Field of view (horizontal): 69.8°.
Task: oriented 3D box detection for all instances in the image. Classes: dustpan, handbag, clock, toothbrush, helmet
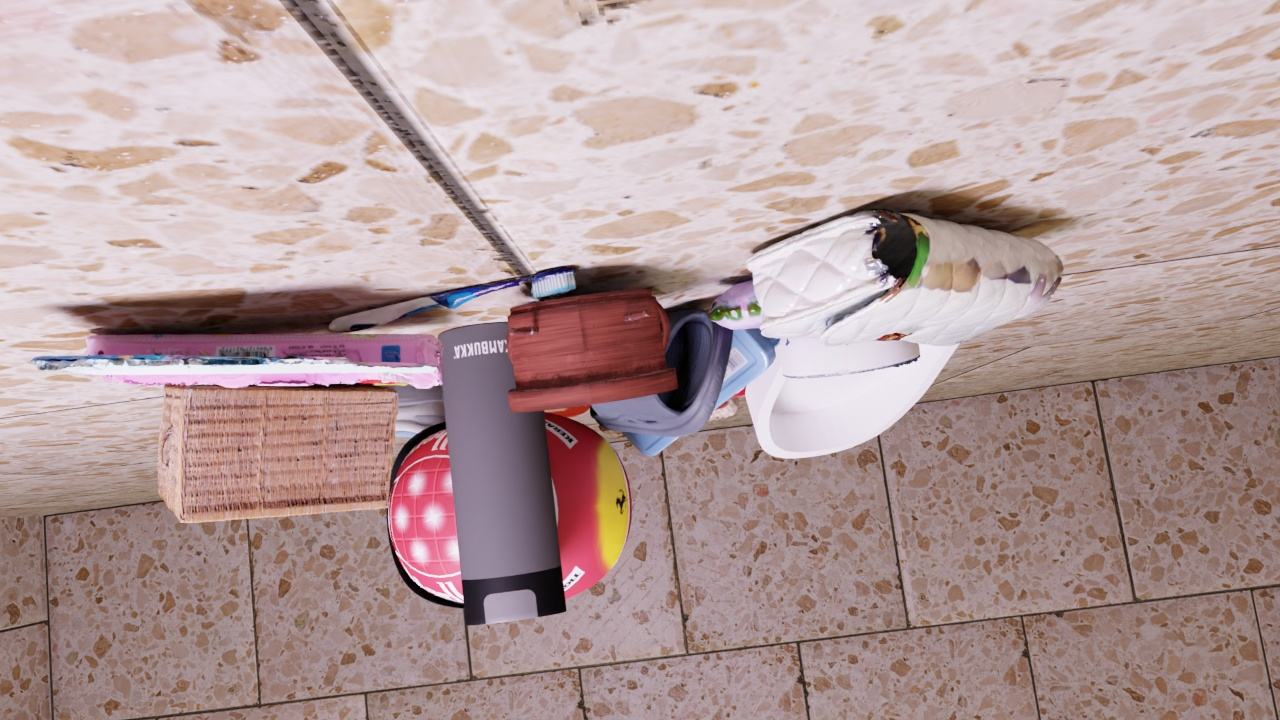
[{"bbox_3d":[0.211,0.022,0.921,0.191,0.053,0.258,-5,153,-17],"label":"dustpan"},{"bbox_3d":[0.176,-0.048,0.612,0.194,0.072,0.139,-1,169,-41],"label":"handbag"},{"bbox_3d":[-0.038,-0.009,0.651,0.120,0.072,0.157,-8,-178,-1],"label":"clock"},{"bbox_3d":[-0.130,-0.037,0.615,0.189,0.017,0.016,-10,173,18],"label":"toothbrush"},{"bbox_3d":[-0.143,0.149,0.916,0.272,0.197,0.224,-8,172,28],"label":"helmet"}]

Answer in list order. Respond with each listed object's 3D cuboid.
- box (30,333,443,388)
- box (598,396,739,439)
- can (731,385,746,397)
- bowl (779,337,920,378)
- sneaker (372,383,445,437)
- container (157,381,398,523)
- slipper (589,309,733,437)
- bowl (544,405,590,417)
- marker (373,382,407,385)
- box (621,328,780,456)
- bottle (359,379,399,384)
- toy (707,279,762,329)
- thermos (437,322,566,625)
[{"bbox_3d":[-0.249,-0.003,0.608,0.230,0.035,0.159,0,174,-11],"label":"box"},{"bbox_3d":[0.025,0.044,1.083,0.188,0.056,0.064,-14,132,28],"label":"box"},{"bbox_3d":[0.062,0.010,0.959,0.104,0.064,0.064,-4,172,-23],"label":"can"},{"bbox_3d":[0.168,-0.025,0.756,0.113,0.063,0.113,-10,-175,1],"label":"bowl"},{"bbox_3d":[-0.326,0.074,0.982,0.241,0.090,0.090,-3,172,-23],"label":"sneaker"},{"bbox_3d":[-0.337,0.076,0.849,0.198,0.114,0.113,2,-176,-39],"label":"container"},{"bbox_3d":[-0.005,0.005,0.807,0.083,0.110,0.269,23,166,-18],"label":"slipper"},{"bbox_3d":[-0.112,0.050,1.171,0.130,0.045,0.130,-7,173,-1],"label":"bowl"},{"bbox_3d":[-0.267,0.012,0.835,0.123,0.021,0.018,1,168,-41],"label":"marker"},{"bbox_3d":[0.052,0.016,0.881,0.211,0.068,0.058,-43,-178,43],"label":"box"},{"bbox_3d":[-0.213,0.001,0.748,0.036,0.036,0.118,-12,171,30],"label":"bottle"},{"bbox_3d":[0.100,-0.046,0.700,0.080,0.036,0.099,-22,171,26],"label":"toy"},{"bbox_3d":[-0.115,0.095,0.762,0.082,0.240,0.082,-7,173,-1],"label":"thermos"}]
